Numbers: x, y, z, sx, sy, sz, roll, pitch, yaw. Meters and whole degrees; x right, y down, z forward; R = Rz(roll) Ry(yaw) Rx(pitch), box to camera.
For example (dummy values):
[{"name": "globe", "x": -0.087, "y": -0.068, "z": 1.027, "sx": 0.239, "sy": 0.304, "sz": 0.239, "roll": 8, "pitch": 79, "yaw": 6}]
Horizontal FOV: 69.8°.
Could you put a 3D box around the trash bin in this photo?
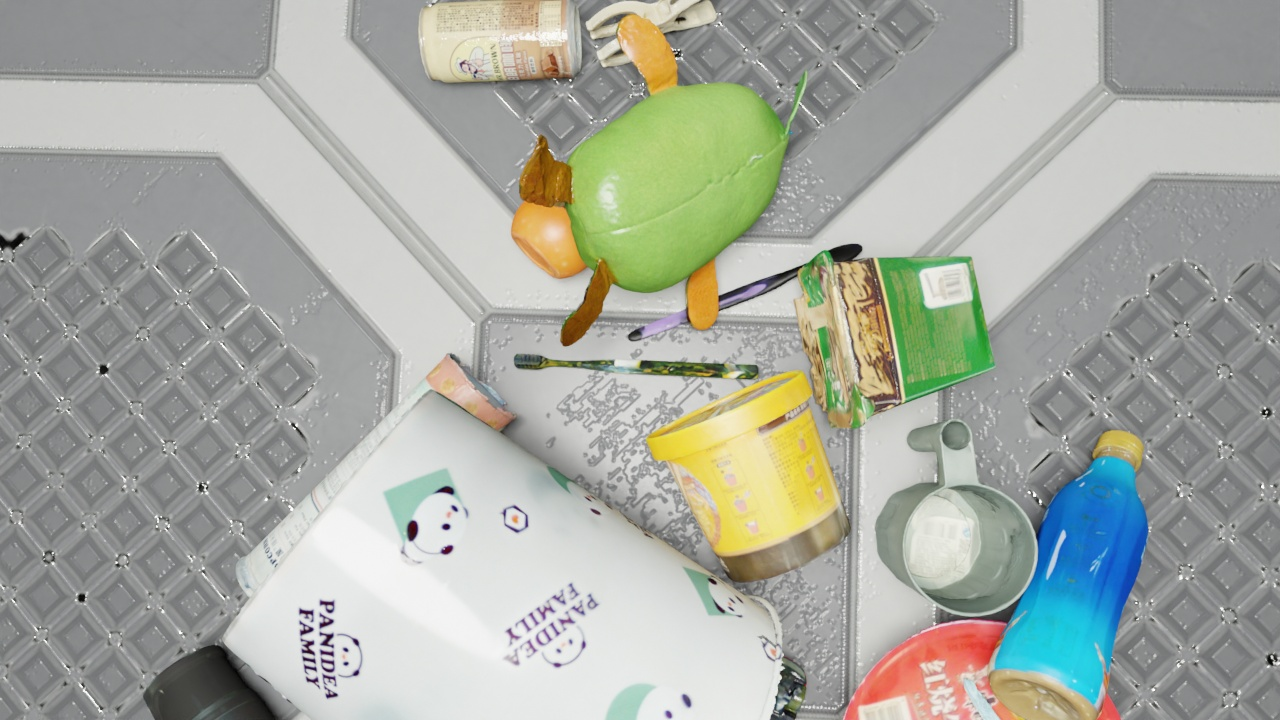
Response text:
[{"name": "trash bin", "x": -0.083, "y": 0.164, "z": 0.550, "sx": 0.252, "sy": 0.229, "sz": 0.229, "roll": 39, "pitch": 88, "yaw": -7}]

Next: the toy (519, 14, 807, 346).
[{"name": "toy", "x": 0.018, "y": -0.119, "z": 0.632, "sx": 0.246, "sy": 0.090, "sz": 0.227, "roll": -33, "pitch": 124, "yaw": -31}]

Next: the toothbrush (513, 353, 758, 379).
[{"name": "toothbrush", "x": -0.004, "y": 0.004, "z": 0.691, "sx": 0.186, "sy": 0.017, "sz": 0.012, "roll": 3, "pitch": 77, "yaw": 3}]

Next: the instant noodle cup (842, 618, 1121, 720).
[{"name": "instant noodle cup", "x": 0.225, "y": 0.271, "z": 0.630, "sx": 0.194, "sy": 0.066, "sz": 0.193, "roll": 0, "pitch": 85, "yaw": 2}]

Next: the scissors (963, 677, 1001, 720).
[{"name": "scissors", "x": 0.250, "y": 0.266, "z": 0.590, "sx": 0.134, "sy": 0.017, "sz": 0.133, "roll": 30, "pitch": 83, "yaw": 8}]

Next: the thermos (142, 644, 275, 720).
[{"name": "thermos", "x": -0.260, "y": 0.319, "z": 0.644, "sx": 0.242, "sy": 0.068, "sz": 0.090, "roll": 47, "pitch": 125, "yaw": 17}]

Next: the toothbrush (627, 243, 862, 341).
[{"name": "toothbrush", "x": 0.079, "y": -0.050, "z": 0.697, "sx": 0.189, "sy": 0.017, "sz": 0.014, "roll": -21, "pitch": 72, "yaw": 4}]

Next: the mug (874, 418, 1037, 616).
[{"name": "mug", "x": 0.208, "y": 0.104, "z": 0.628, "sx": 0.084, "sy": 0.103, "sz": 0.124, "roll": -4, "pitch": 83, "yaw": 3}]

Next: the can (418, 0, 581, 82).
[{"name": "can", "x": -0.105, "y": -0.244, "z": 0.700, "sx": 0.116, "sy": 0.058, "sz": 0.058, "roll": -1, "pitch": 84, "yaw": 3}]

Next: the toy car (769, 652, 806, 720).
[{"name": "toy car", "x": 0.075, "y": 0.263, "z": 0.645, "sx": 0.053, "sy": 0.045, "sz": 0.120, "roll": 26, "pitch": 68, "yaw": 9}]

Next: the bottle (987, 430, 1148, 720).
[{"name": "bottle", "x": 0.293, "y": 0.132, "z": 0.604, "sx": 0.065, "sy": 0.065, "sz": 0.218, "roll": 34, "pitch": 58, "yaw": 6}]

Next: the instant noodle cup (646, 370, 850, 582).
[{"name": "instant noodle cup", "x": 0.080, "y": 0.081, "z": 0.635, "sx": 0.118, "sy": 0.118, "sz": 0.114, "roll": -25, "pitch": 91, "yaw": 0}]

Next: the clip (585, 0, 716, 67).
[{"name": "clip", "x": 0.010, "y": -0.262, "z": 0.706, "sx": 0.100, "sy": 0.070, "sz": 0.034, "roll": -23, "pitch": 82, "yaw": 8}]

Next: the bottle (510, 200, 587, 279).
[{"name": "bottle", "x": -0.029, "y": -0.130, "z": 0.686, "sx": 0.067, "sy": 0.067, "sz": 0.149, "roll": 41, "pitch": 81, "yaw": 6}]

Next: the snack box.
[{"name": "snack box", "x": 0.176, "y": -0.021, "z": 0.637, "sx": 0.105, "sy": 0.117, "sz": 0.118, "roll": -12, "pitch": 87, "yaw": -3}]

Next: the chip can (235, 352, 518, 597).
[{"name": "chip can", "x": -0.190, "y": 0.093, "z": 0.666, "sx": 0.071, "sy": 0.071, "sz": 0.214, "roll": 44, "pitch": 88, "yaw": 6}]
